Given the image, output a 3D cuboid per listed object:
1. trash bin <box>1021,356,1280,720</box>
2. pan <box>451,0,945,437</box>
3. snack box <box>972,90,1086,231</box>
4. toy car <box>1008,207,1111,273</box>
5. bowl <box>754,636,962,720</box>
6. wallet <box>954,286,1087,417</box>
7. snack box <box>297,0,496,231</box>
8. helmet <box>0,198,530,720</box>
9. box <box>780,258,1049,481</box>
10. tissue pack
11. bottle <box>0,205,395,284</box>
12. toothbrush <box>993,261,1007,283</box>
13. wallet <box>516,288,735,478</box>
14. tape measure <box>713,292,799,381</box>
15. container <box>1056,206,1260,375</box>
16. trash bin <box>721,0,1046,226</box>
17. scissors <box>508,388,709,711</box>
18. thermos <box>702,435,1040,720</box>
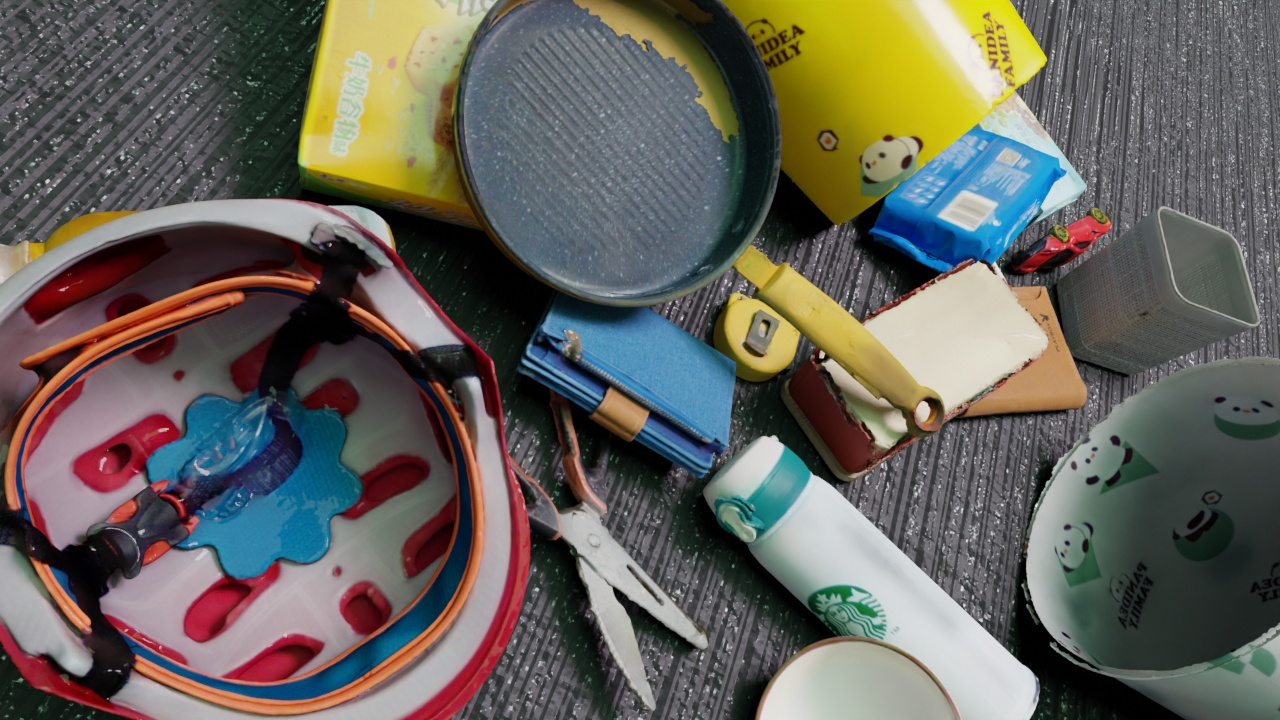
[{"bbox_3d":[0.430,0.160,0.598,0.252,0.230,0.228,35,56,-12],"label":"trash bin"},{"bbox_3d":[0.049,-0.077,0.542,0.357,0.078,0.197,44,78,-18],"label":"pan"},{"bbox_3d":[0.309,-0.197,0.813,0.074,0.052,0.175,-26,78,-33],"label":"snack box"},{"bbox_3d":[0.362,-0.099,0.791,0.106,0.049,0.031,-20,74,-33],"label":"toy car"},{"bbox_3d":[0.125,0.214,0.505,0.062,0.114,0.113,43,42,-53],"label":"bowl"},{"bbox_3d":[0.284,-0.009,0.722,0.131,0.031,0.107,-1,68,-27],"label":"wallet"},{"bbox_3d":[-0.109,-0.192,0.556,0.157,0.070,0.210,11,89,-20],"label":"snack box"},{"bbox_3d":[-0.170,0.053,0.413,0.206,0.144,0.240,-40,105,-21],"label":"helmet"},{"bbox_3d":[0.192,0.003,0.624,0.168,0.080,0.091,-27,74,-22],"label":"box"},{"bbox_3d":[0.260,-0.126,0.731,0.095,0.052,0.156,33,63,27],"label":"tissue pack"},{"bbox_3d":[-0.227,-0.046,0.478,0.189,0.068,0.068,-6,68,-27],"label":"bottle"},{"bbox_3d":[0.281,-0.086,0.743,0.018,0.016,0.191,16,45,-21],"label":"toothbrush"},{"bbox_3d":[-0.003,0.003,0.565,0.133,0.040,0.106,31,36,-11],"label":"wallet"},{"bbox_3d":[0.080,-0.016,0.630,0.060,0.029,0.057,26,58,-11],"label":"tape measure"},{"bbox_3d":[0.414,-0.050,0.751,0.090,0.115,0.090,16,60,-18],"label":"container"},{"bbox_3d":[0.136,-0.254,0.667,0.255,0.230,0.228,50,56,-1],"label":"trash bin"},{"bbox_3d":[-0.040,0.081,0.514,0.188,0.015,0.226,20,49,-34],"label":"scissors"},{"bbox_3d":[0.133,0.138,0.555,0.224,0.073,0.073,43,56,0],"label":"thermos"}]
